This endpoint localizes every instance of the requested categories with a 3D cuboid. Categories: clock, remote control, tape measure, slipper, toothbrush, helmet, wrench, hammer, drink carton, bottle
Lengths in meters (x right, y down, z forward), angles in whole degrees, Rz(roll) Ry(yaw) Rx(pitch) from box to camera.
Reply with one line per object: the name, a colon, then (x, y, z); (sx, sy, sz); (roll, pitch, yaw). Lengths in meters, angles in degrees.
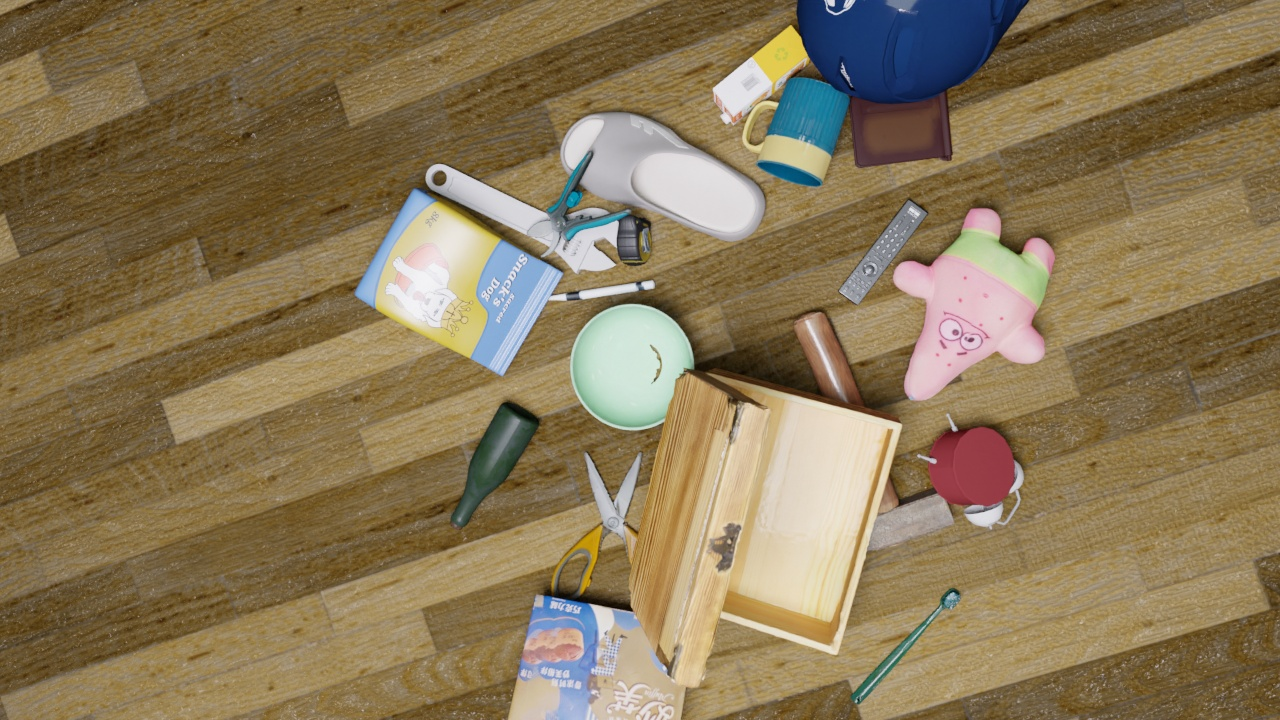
clock: (0.398, 0.134, 1.087); (0.137, 0.048, 0.096); (46, 68, -11)
remote control: (0.296, -0.132, 1.121); (0.030, 0.009, 0.140); (37, 96, 3)
tape measure: (-0.006, -0.147, 1.127); (0.034, 0.061, 0.061); (2, 96, 20)
slipper: (0.025, -0.225, 1.111); (0.266, 0.080, 0.113); (27, 98, 4)
toothbrush: (-0.073, -0.080, 1.163); (0.187, 0.012, 0.017); (-8, 105, 7)
helmet: (0.273, -0.398, 0.984); (0.223, 0.272, 0.232); (-44, 56, 2)
wrench: (-0.146, -0.192, 1.164); (0.273, 0.018, 0.087); (27, 95, 6)
hammer: (0.252, 0.084, 1.122); (0.158, 0.037, 0.301); (-21, 90, 7)
toothbrush: (0.329, 0.356, 1.137); (0.016, 0.017, 0.190); (41, 96, 3)
drink carton: (0.143, -0.339, 1.103); (0.122, 0.058, 0.040); (-38, 88, 7)
bottle: (-0.194, 0.139, 1.166); (0.055, 0.055, 0.174); (31, 97, 4)

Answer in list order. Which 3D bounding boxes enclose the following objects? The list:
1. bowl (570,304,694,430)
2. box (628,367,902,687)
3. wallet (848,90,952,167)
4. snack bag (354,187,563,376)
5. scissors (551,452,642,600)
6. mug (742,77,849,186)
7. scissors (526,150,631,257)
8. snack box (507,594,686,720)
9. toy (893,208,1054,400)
bowl: (-0.007, 0.007, 1.127); (0.151, 0.077, 0.151); (0, 93, 6)
box: (0.104, 0.165, 0.978); (0.284, 0.323, 0.279); (15, 97, 14)
wallet: (0.315, -0.282, 1.109); (0.115, 0.018, 0.091); (-6, 92, 5)
snack bag: (-0.222, -0.096, 1.141); (0.205, 0.102, 0.159); (31, 95, -7)
scissors: (-0.024, 0.229, 1.170); (0.216, 0.016, 0.225); (26, 95, 4)
mug: (0.180, -0.275, 1.095); (0.114, 0.083, 0.107); (20, 95, 25)
scissors: (-0.073, -0.179, 1.114); (0.124, 0.019, 0.154); (28, 116, 16)
snack box: (-0.044, 0.386, 1.123); (0.203, 0.069, 0.154); (9, 66, 6)
toy: (0.381, -0.054, 1.076); (0.192, 0.096, 0.237); (32, 103, 12)
